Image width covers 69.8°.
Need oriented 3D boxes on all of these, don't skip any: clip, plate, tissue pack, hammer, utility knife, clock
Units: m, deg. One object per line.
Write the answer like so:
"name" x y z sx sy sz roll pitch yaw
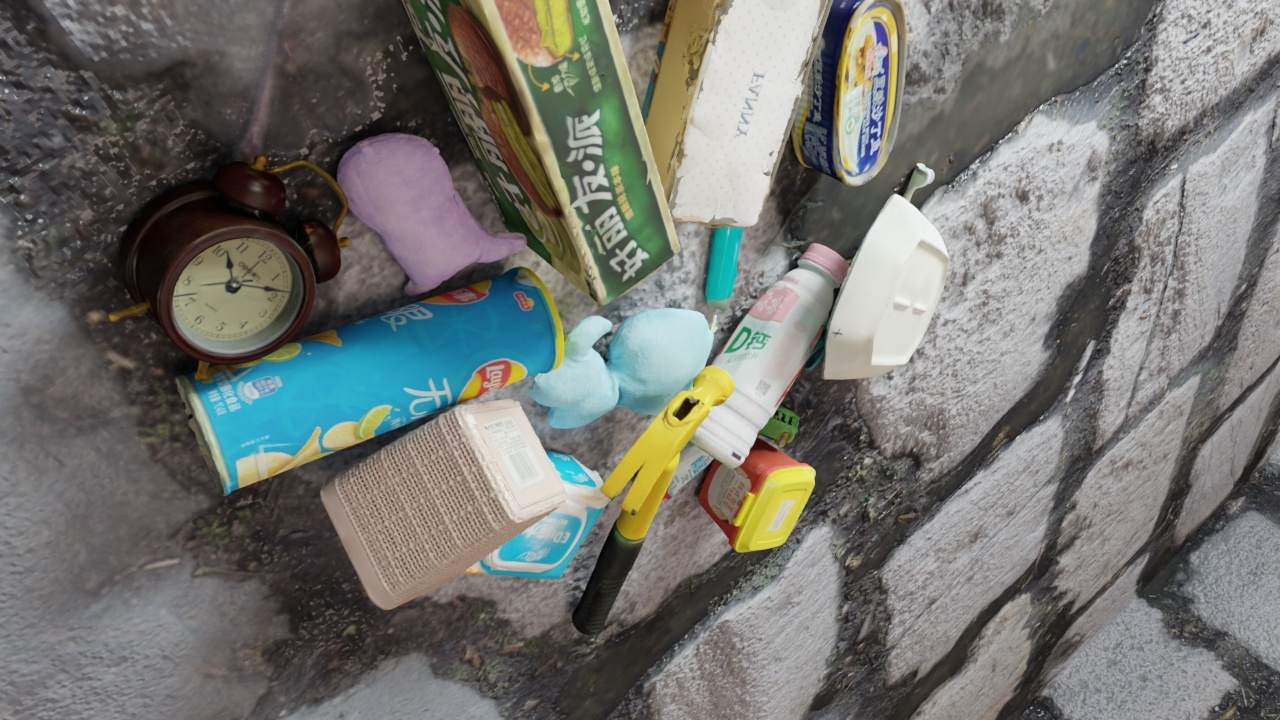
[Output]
"clip" 0.170 -0.016 0.864 0.056 0.014 0.042 -49 140 1
"plate" 0.224 -0.052 0.804 0.265 0.034 0.162 3 110 -64
"tissue pack" -0.093 0.114 0.683 0.140 0.063 0.090 21 104 -49
"hammer" -0.009 0.137 0.746 0.128 0.033 0.302 -41 159 -44
"utility knife" 0.072 -0.128 0.686 0.029 0.013 0.216 -13 130 -27
"clock" -0.201 -0.052 0.463 0.122 0.055 0.082 -46 140 -8

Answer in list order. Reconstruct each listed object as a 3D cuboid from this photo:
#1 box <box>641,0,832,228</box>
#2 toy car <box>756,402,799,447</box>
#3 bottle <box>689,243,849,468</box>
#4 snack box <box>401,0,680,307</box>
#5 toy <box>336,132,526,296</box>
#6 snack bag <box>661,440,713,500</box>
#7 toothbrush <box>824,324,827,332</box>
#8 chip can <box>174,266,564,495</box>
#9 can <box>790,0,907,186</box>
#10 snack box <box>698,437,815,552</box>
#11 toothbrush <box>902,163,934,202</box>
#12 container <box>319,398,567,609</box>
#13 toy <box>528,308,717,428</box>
"box" 0.053 -0.167 0.598 0.089 0.061 0.185 1 121 -33
"toy car" 0.111 0.051 0.839 0.091 0.043 0.036 17 110 -49
"bottle" 0.106 -0.006 0.768 0.197 0.068 0.068 -56 140 -2
"snack box" -0.058 -0.148 0.473 0.063 0.114 0.240 -37 139 -15
"toy" -0.123 -0.083 0.517 0.084 0.038 0.108 -21 136 11
"snack bag" 0.041 0.089 0.815 0.104 0.026 0.048 -41 147 -12
"toothbrush" 0.185 -0.014 0.836 0.018 0.016 0.181 -70 160 -5
"chip can" -0.151 0.007 0.541 0.209 0.071 0.071 -22 133 -29
"can" 0.153 -0.202 0.676 0.074 0.049 0.148 -29 136 -24
"snack box" 0.104 0.122 0.857 0.081 0.080 0.091 2 118 -45
"toothbrush" 0.228 -0.090 0.856 0.020 0.029 0.190 16 117 -3
"container" -0.118 0.083 0.573 0.111 0.090 0.090 -32 171 17
"toy" -0.004 0.004 0.688 0.156 0.050 0.161 -34 147 -7
